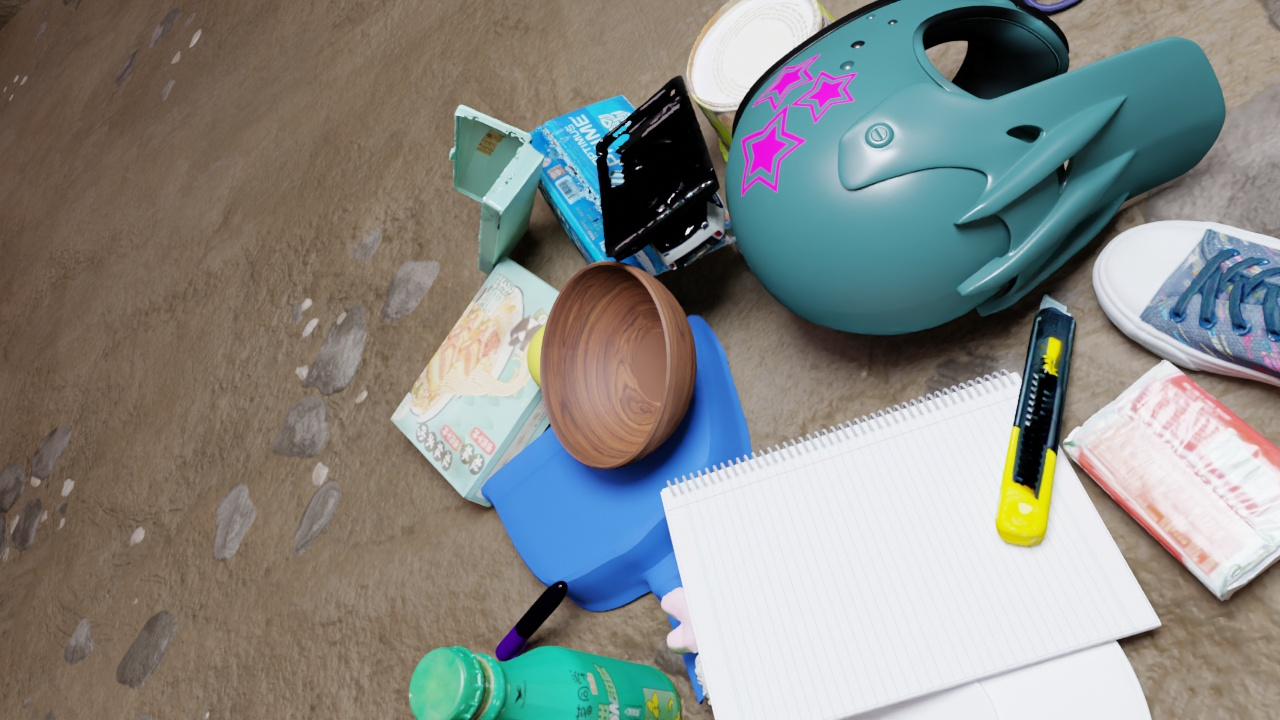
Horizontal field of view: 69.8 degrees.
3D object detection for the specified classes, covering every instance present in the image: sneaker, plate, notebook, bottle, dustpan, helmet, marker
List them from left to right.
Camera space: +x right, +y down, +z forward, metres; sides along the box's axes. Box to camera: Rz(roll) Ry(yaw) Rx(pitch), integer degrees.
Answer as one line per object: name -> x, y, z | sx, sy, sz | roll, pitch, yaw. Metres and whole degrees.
marker -> -0.083, 0.201, 0.700 | 0.018, 0.015, 0.134 | 48, 134, 13
bottle -> -0.055, 0.216, 0.581 | 0.068, 0.209, 0.068 | -17, 59, 30
dustpan -> 0.002, 0.130, 0.682 | 0.246, 0.059, 0.257 | -40, 41, 15
notebook -> 0.145, 0.113, 0.557 | 0.246, 0.013, 0.177 | -19, 52, 7
plate -> 0.165, 0.214, 0.527 | 0.230, 0.030, 0.229 | -15, 64, 33
helmet -> 0.193, -0.124, 0.590 | 0.275, 0.176, 0.200 | -29, 49, 9
sneaker -> 0.351, -0.022, 0.481 | 0.235, 0.079, 0.087 | 37, 93, 41

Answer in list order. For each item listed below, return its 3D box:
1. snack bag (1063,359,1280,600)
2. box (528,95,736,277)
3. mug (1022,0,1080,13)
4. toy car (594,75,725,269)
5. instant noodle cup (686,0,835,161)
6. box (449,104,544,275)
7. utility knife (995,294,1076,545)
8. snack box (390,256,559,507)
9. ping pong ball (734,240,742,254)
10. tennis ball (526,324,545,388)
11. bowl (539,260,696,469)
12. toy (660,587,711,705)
snack bag -> 0.304, 0.063, 0.504 | 0.077, 0.036, 0.116 | -45, 50, 12
box -> -0.006, -0.131, 0.804 | 0.115, 0.094, 0.243 | -31, 51, -4
mug -> 0.276, -0.302, 0.678 | 0.089, 0.085, 0.112 | -28, 90, 26
toy car -> 0.023, -0.130, 0.688 | 0.094, 0.071, 0.191 | -34, 34, 17
instant noodle cup -> 0.110, -0.228, 0.745 | 0.146, 0.097, 0.146 | -16, 60, 30
box -> -0.147, -0.155, 0.835 | 0.077, 0.093, 0.188 | -55, 3, -15
utility knife -> 0.242, 0.030, 0.558 | 0.029, 0.020, 0.172 | 9, 61, 23
snack box -> -0.130, 0.016, 0.842 | 0.141, 0.044, 0.193 | 35, 90, 40
ping pong ball -> 0.095, -0.100, 0.733 | 0.040, 0.040, 0.040 | -16, 60, 30
tennis ball -> -0.060, -0.002, 0.749 | 0.065, 0.065, 0.065 | -16, 60, 30
bowl -> -0.004, 0.004, 0.668 | 0.148, 0.068, 0.147 | -3, 86, 49
toy -> 0.064, 0.177, 0.586 | 0.095, 0.041, 0.109 | -45, 64, -2
